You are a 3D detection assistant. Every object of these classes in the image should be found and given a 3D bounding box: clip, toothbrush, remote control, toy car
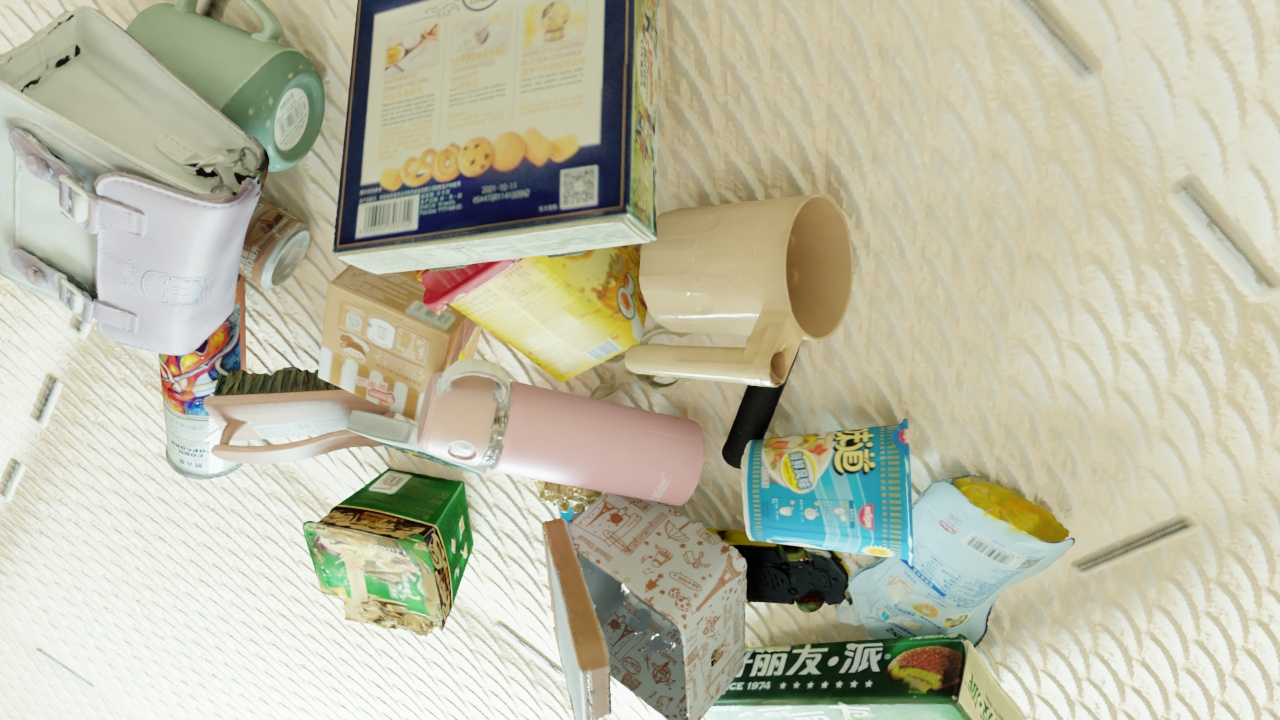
[{"bbox_3d":[-0.007,-0.006,0.662,0.104,0.034,0.076,1,126,30],"label":"clip"},{"bbox_3d":[0.096,-0.009,0.624,0.026,0.027,0.213,29,129,18],"label":"toothbrush"},{"bbox_3d":[-0.173,0.067,0.727,0.056,0.019,0.135,12,167,20],"label":"remote control"},{"bbox_3d":[0.093,0.166,0.737,0.156,0.041,0.071,-5,122,30],"label":"toy car"}]

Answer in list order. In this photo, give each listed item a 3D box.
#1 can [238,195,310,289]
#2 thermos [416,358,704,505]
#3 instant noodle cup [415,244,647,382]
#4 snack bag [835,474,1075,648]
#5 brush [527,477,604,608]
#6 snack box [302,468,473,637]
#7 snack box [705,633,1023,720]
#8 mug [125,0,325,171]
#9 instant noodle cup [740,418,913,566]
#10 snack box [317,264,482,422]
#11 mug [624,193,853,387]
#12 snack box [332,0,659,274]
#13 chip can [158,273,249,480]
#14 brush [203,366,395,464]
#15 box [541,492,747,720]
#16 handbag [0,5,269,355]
[{"bbox_3d":[-0.311,-0.105,0.684,0.116,0.058,0.059,31,129,-2],"label":"can"},{"bbox_3d":[-0.052,0.048,0.649,0.198,0.067,0.087,15,131,-18],"label":"thermos"},{"bbox_3d":[-0.060,-0.060,0.598,0.116,0.116,0.123,-27,123,33],"label":"instant noodle cup"},{"bbox_3d":[0.228,0.166,0.692,0.110,0.038,0.191,20,132,-2],"label":"snack bag"},{"bbox_3d":[-0.051,0.143,0.782,0.083,0.045,0.255,2,128,14],"label":"brush"},{"bbox_3d":[-0.208,0.158,0.804,0.118,0.105,0.118,8,124,14],"label":"snack box"},{"bbox_3d":[0.177,0.292,0.762,0.241,0.063,0.114,-18,120,39],"label":"snack box"},{"bbox_3d":[-0.268,-0.189,0.599,0.106,0.082,0.112,20,111,7],"label":"mug"},{"bbox_3d":[0.128,0.088,0.628,0.110,0.099,0.099,-2,123,16],"label":"instant noodle cup"},{"bbox_3d":[-0.174,-0.023,0.680,0.093,0.076,0.095,24,129,2],"label":"snack box"},{"bbox_3d":[0.055,-0.039,0.544,0.104,0.124,0.084,4,145,39],"label":"mug"},{"bbox_3d":[-0.079,-0.146,0.507,0.178,0.182,0.045,-3,167,22],"label":"snack box"},{"bbox_3d":[-0.369,0.004,0.776,0.071,0.071,0.215,22,128,4],"label":"chip can"},{"bbox_3d":[-0.273,0.046,0.750,0.145,0.073,0.063,-3,147,-2],"label":"brush"},{"bbox_3d":[-0.022,0.212,0.708,0.148,0.157,0.182,27,142,30],"label":"box"},{"bbox_3d":[-0.327,-0.096,0.586,0.145,0.098,0.198,31,141,-14],"label":"handbag"}]
